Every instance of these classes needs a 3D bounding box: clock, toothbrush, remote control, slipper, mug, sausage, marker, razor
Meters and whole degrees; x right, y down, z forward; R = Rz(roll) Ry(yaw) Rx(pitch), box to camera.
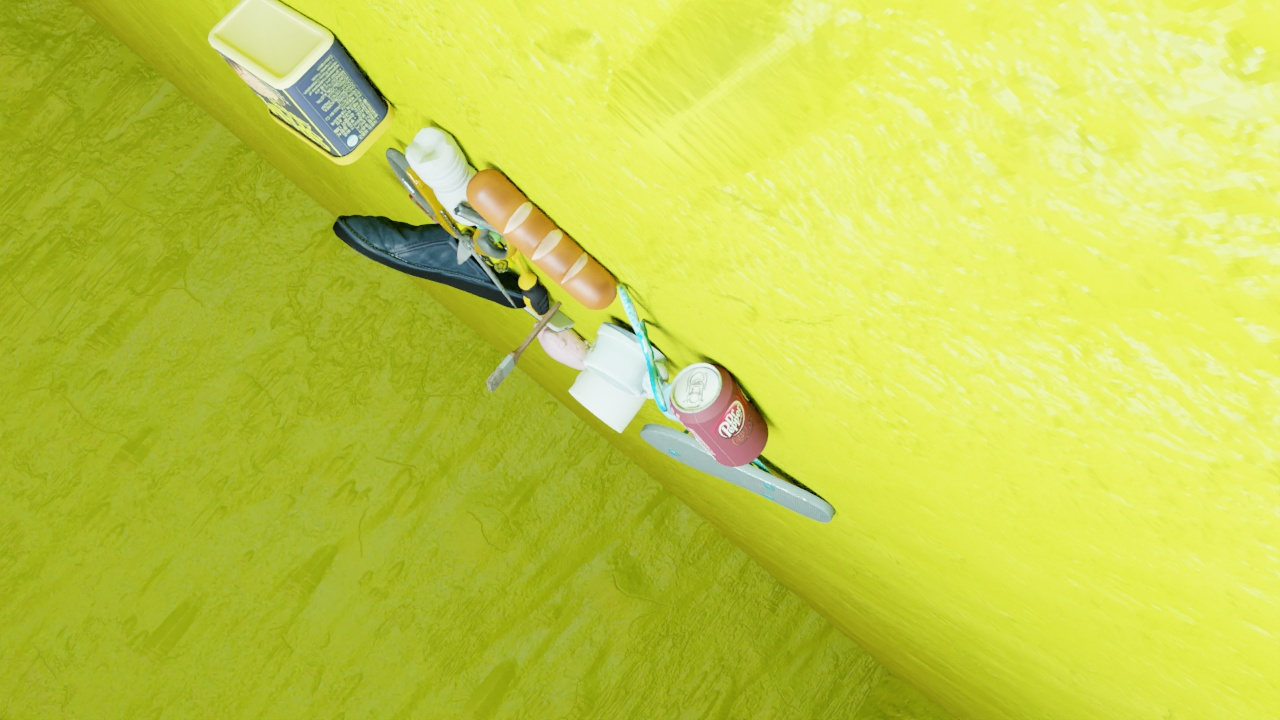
[{"bbox_3d":[-0.006,0.006,1.007,0.117,0.057,0.083,31,171,4],"label":"clock"},{"bbox_3d":[-0.137,-0.096,1.125,0.031,0.031,0.197,33,167,14],"label":"toothbrush"},{"bbox_3d":[-0.156,-0.084,1.253,0.147,0.008,0.045,36,-152,18],"label":"remote control"},{"bbox_3d":[-0.247,-0.148,1.154,0.265,0.084,0.109,18,-159,-29],"label":"slipper"},{"bbox_3d":[-0.036,0.023,1.113,0.081,0.087,0.114,44,170,-35],"label":"mug"},{"bbox_3d":[0.122,0.122,1.147,0.269,0.054,0.098,23,164,23],"label":"slipper"},{"bbox_3d":[-0.086,-0.104,0.807,0.164,0.039,0.044,42,175,-20],"label":"sausage"},{"bbox_3d":[-0.275,-0.187,1.282,0.013,0.012,0.142,31,169,44],"label":"marker"},{"bbox_3d":[-0.130,-0.122,0.860,0.105,0.026,0.042,23,-173,-42],"label":"razor"}]

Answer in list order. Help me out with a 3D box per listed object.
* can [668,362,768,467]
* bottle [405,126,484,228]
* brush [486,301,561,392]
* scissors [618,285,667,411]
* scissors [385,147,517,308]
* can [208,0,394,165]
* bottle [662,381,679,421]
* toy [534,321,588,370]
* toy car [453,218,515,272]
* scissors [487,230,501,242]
[{"bbox_3d":[0.075,0.052,0.872,0.063,0.063,0.114,32,169,41],"label":"can"},{"bbox_3d":[-0.168,-0.161,0.842,0.044,0.044,0.136,36,171,21],"label":"bottle"},{"bbox_3d":[-0.146,-0.020,1.165,0.008,0.143,0.045,36,164,7],"label":"brush"},{"bbox_3d":[0.007,-0.005,0.848,0.134,0.011,0.140,68,-175,-52],"label":"scissors"},{"bbox_3d":[-0.188,-0.138,0.991,0.230,0.016,0.225,14,145,56],"label":"scissors"},{"bbox_3d":[-0.306,-0.256,0.828,0.135,0.075,0.104,35,168,28],"label":"can"},{"bbox_3d":[0.053,0.047,0.963,0.040,0.040,0.130,36,-177,17],"label":"bottle"},{"bbox_3d":[-0.117,-0.028,1.320,0.102,0.050,0.093,36,175,41],"label":"toy"},{"bbox_3d":[-0.192,-0.141,1.094,0.107,0.030,0.049,38,-178,-44],"label":"toy car"},{"bbox_3d":[-0.193,-0.172,0.991,0.165,0.024,0.171,43,171,15],"label":"scissors"}]
